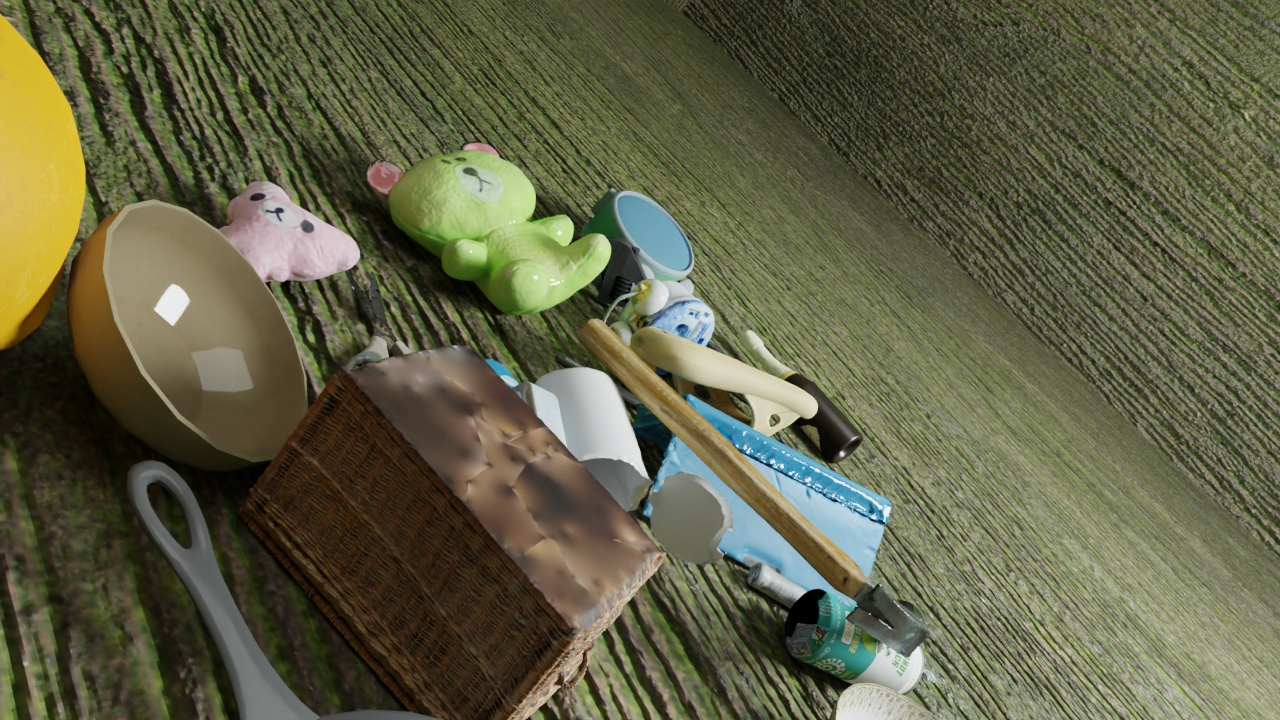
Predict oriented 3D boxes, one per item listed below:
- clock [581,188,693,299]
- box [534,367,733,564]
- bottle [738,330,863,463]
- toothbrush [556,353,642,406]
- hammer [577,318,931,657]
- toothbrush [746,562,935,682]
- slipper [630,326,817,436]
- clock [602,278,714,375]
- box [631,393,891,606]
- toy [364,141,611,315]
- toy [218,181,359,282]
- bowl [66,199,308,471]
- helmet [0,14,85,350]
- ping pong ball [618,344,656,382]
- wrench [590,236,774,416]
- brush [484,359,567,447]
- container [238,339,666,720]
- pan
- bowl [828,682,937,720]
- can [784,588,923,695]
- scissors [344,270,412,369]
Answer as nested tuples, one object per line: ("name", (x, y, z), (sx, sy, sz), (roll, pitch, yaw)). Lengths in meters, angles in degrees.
("clock", (0.001, -0.110, 1.033), (0.121, 0.076, 0.161), (13, 47, -43))
("box", (-0.011, 0.077, 0.661), (0.136, 0.084, 0.146), (13, 34, -25))
("bottle", (0.174, 0.034, 1.037), (0.045, 0.045, 0.184), (1, 43, -52))
("toothbrush", (-0.004, 0.038, 0.835), (0.167, 0.013, 0.012), (30, 26, -10))
("hammer", (0.073, 0.083, 0.663), (0.330, 0.033, 0.132), (43, 4, 18))
("toothbrush", (0.166, 0.216, 0.743), (0.185, 0.022, 0.024), (33, -4, -11))
("slipper", (0.071, 0.033, 0.863), (0.111, 0.079, 0.261), (27, 3, 37))
("clock", (0.014, -0.036, 0.894), (0.125, 0.089, 0.052), (13, 29, -46))
("box", (0.093, 0.127, 0.790), (0.231, 0.094, 0.112), (29, 71, -22))
("toy", (-0.136, -0.116, 0.830), (0.149, 0.107, 0.197), (-28, 56, -38))
("toy", (-0.264, -0.085, 0.655), (0.099, 0.053, 0.095), (36, 37, 3))
("bowl", (-0.248, -0.006, 0.495), (0.152, 0.050, 0.152), (-23, 89, -82))
("helmet", (-0.329, -0.068, 0.408), (0.131, 0.205, 0.255), (48, 13, -55))
("ping pong ball", (-0.005, 0.005, 0.855), (0.040, 0.040, 0.040), (30, 26, -16))
("wrench", (0.045, -0.031, 0.968), (0.273, 0.073, 0.018), (40, 24, -10))
("brush", (-0.088, 0.045, 0.618), (0.055, 0.075, 0.135), (30, 28, -37))
("container", (-0.097, 0.093, 0.495), (0.198, 0.113, 0.113), (45, 26, 12))
("pan", (-0.124, 0.176, 0.365), (0.216, 0.024, 0.354), (-15, 61, -48))
("bowl", (0.158, 0.281, 0.569), (0.145, 0.063, 0.145), (29, 26, -16))
("can", (0.162, 0.216, 0.697), (0.101, 0.055, 0.054), (29, 26, -19))
("scissors", (-0.180, -0.009, 0.679), (0.150, 0.013, 0.164), (32, 25, -14))
